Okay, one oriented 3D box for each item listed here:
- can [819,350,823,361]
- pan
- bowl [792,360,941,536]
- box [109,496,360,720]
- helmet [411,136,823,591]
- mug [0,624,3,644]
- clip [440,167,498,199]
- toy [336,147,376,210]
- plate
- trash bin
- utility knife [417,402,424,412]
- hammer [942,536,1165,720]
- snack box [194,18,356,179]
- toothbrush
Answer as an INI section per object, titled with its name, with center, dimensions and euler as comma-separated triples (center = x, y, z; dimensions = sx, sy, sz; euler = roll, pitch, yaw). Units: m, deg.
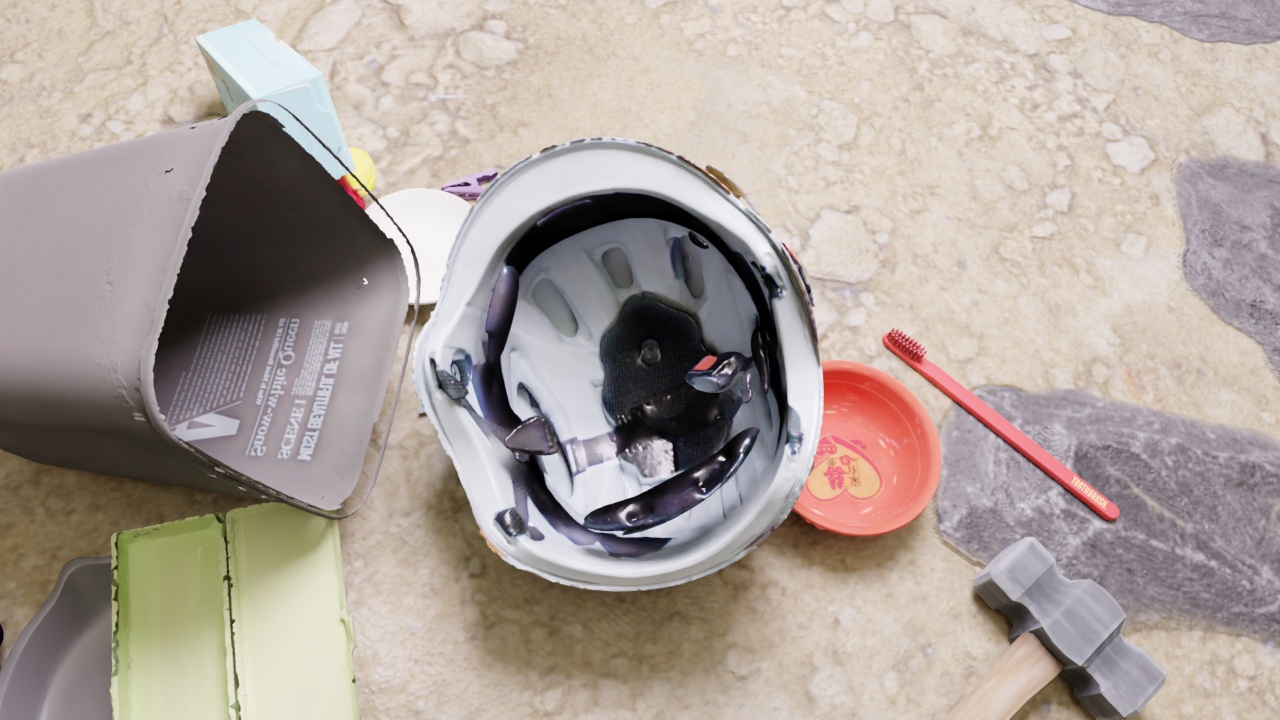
[can]
center = 0.109, -0.023, 0.695
dimensions = 0.038, 0.038, 0.079
euler = -12, 65, -12
[pan]
center = -0.322, 0.238, 0.520
dimensions = 0.353, 0.024, 0.216
euler = -39, 73, -23
[bowl]
center = 0.142, 0.066, 0.649
dimensions = 0.130, 0.045, 0.130
euler = 3, 63, -5
[box]
center = -0.234, 0.175, 0.533
dimensions = 0.137, 0.024, 0.187
euler = -14, 65, -7
[helmet]
center = -0.003, 0.003, 0.584
dimensions = 0.237, 0.163, 0.264
euler = -21, 83, 10
[mug]
center = -0.417, 0.181, 0.493
dimensions = 0.100, 0.085, 0.119
euler = -52, 37, -10
[clip]
center = -0.131, -0.137, 0.740
dimensions = 0.046, 0.014, 0.050
euler = 44, 64, 12
[toy]
center = -0.249, -0.109, 0.679
dimensions = 0.106, 0.067, 0.137
euler = 12, 52, 36
[plate]
center = -0.167, -0.082, 0.699
dimensions = 0.104, 0.026, 0.104
euler = 3, 62, -5
[trash bin]
center = -0.285, -0.021, 0.542
dimensions = 0.220, 0.197, 0.197
euler = 0, 65, 17
[utility knife]
center = -0.072, 0.023, 0.666
dimensions = 0.177, 0.016, 0.022
euler = -6, 88, -8
[hammer]
center = 0.180, 0.249, 0.564
dimensions = 0.322, 0.051, 0.117
euler = -36, 72, -19
[snack box]
center = -0.272, -0.191, 0.678
dimensions = 0.053, 0.075, 0.175
euler = -27, 42, -21
[toothbrush]
center = 0.271, 0.045, 0.691
dimensions = 0.212, 0.018, 0.012
euler = 41, 66, 14
